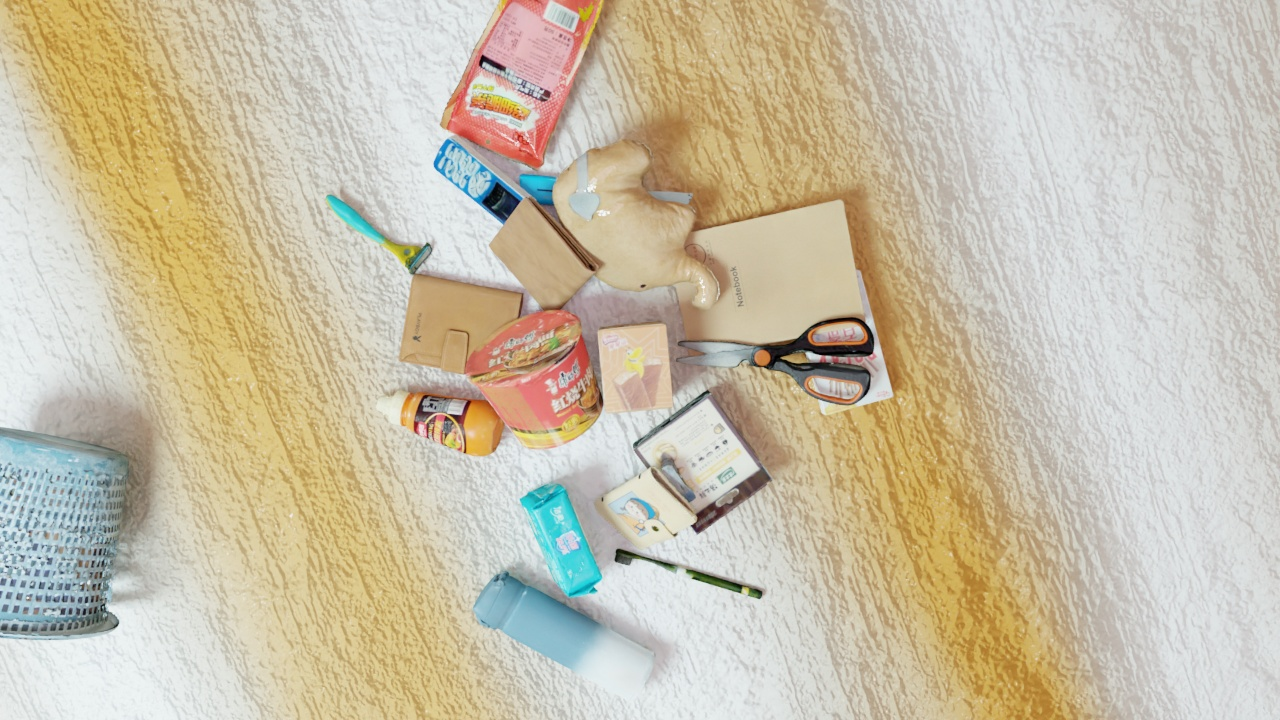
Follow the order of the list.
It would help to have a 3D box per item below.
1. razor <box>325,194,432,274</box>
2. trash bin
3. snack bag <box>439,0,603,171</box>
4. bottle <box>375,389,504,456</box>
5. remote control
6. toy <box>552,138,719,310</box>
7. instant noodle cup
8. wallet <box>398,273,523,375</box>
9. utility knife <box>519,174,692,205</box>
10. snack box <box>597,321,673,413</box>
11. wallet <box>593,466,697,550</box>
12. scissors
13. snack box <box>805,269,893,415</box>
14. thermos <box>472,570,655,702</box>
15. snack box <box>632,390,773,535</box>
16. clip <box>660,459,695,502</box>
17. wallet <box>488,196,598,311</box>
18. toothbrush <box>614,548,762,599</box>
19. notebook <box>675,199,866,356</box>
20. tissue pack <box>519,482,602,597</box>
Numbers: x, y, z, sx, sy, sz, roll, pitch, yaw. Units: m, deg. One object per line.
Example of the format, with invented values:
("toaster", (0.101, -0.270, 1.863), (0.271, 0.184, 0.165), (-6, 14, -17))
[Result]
("razor", (-0.308, -0.150, 1.065), (0.132, 0.028, 0.043), (34, 63, -5))
("trash bin", (-0.668, 0.181, 1.007), (0.226, 0.227, 0.195), (14, 81, -2))
("snack bag", (-0.131, -0.334, 1.040), (0.128, 0.073, 0.208), (25, 99, 2))
("bottle", (-0.236, 0.066, 1.068), (0.149, 0.066, 0.067), (13, 94, 5))
("remote control", (-0.179, -0.205, 1.058), (0.125, 0.024, 0.049), (40, 126, -3))
("toy", (-0.004, -0.139, 1.042), (0.144, 0.082, 0.226), (-28, 115, 25))
("instant noodle cup", (-0.111, 0.025, 1.024), (0.138, 0.137, 0.109), (-24, 121, 1))
("wallet", (-0.210, -0.038, 1.074), (0.132, 0.031, 0.108), (11, 92, -1))
("utility knife", (-0.040, -0.194, 1.071), (0.203, 0.018, 0.034), (3, 93, -2))
("snack box", (-0.006, 0.006, 1.048), (0.077, 0.092, 0.094), (-5, 95, 0))
("wallet", (0.008, 0.175, 1.065), (0.087, 0.024, 0.115), (49, 132, -5))
("scissors", (0.158, -0.017, 1.064), (0.234, 0.021, 0.161), (28, 103, 5))
("snack box", (0.236, -0.021, 1.083), (0.085, 0.027, 0.157), (-16, 94, 1))
("thermos", (-0.092, 0.325, 1.086), (0.220, 0.070, 0.070), (29, 93, -2))
("snack box", (0.072, 0.118, 1.077), (0.113, 0.053, 0.125), (-36, 95, 3))
("clip", (0.041, 0.141, 1.048), (0.024, 0.026, 0.056), (-28, 99, 7))
("wallet", (-0.113, -0.117, 1.046), (0.115, 0.020, 0.101), (49, 135, -2))
("toothbrush", (0.058, 0.261, 1.109), (0.186, 0.012, 0.017), (17, 100, -2))
("notebook", (0.144, -0.092, 1.066), (0.208, 0.008, 0.148), (-11, 94, 11))
("tissue pack", (-0.090, 0.208, 1.061), (0.050, 0.093, 0.133), (-23, 95, -15))
